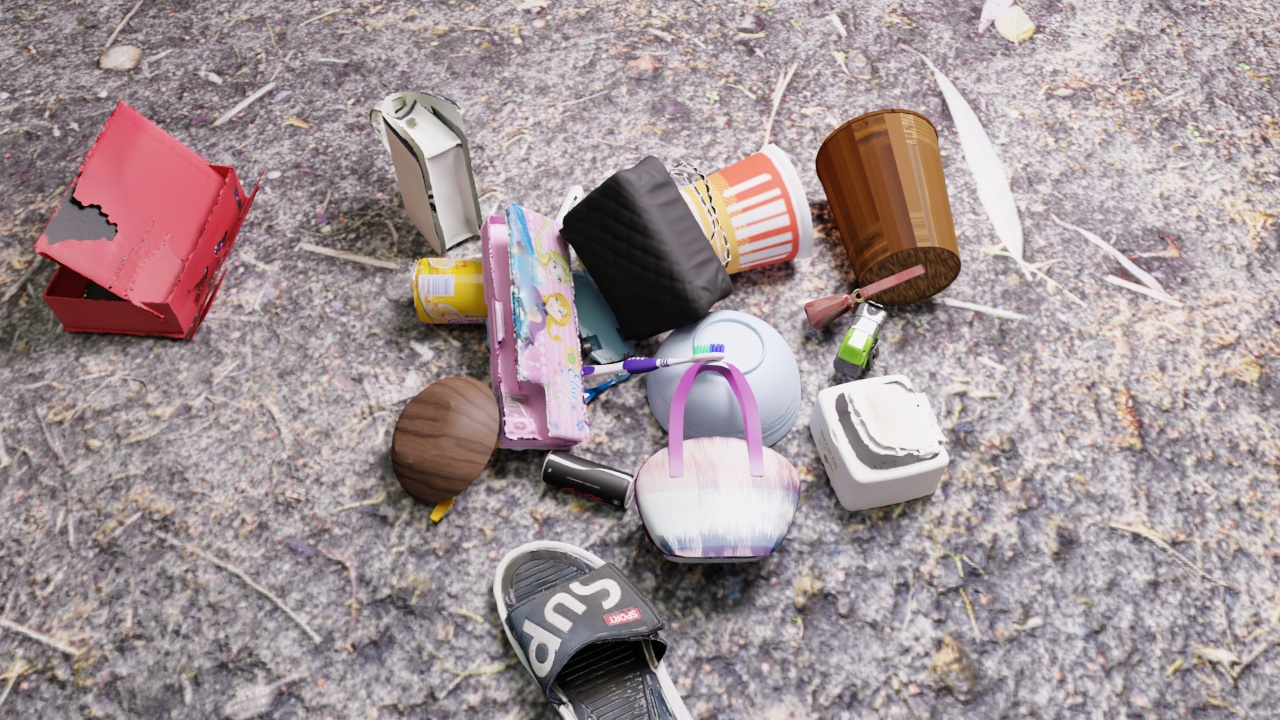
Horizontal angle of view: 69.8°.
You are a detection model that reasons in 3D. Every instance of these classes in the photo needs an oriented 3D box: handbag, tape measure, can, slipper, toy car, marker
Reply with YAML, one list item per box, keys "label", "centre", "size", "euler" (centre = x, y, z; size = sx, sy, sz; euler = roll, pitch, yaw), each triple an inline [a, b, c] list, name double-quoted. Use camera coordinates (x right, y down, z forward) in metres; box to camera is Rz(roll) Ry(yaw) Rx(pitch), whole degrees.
- label: "handbag"
  centre: [-0.234, -0.222, 0.986]
  size: [0.073, 0.151, 0.176]
  euler: [-31, 59, -22]
- label: "tape measure"
  centre: [0.215, -0.014, 0.891]
  size: [0.036, 0.059, 0.065]
  euler: [25, 69, 15]
- label: "can"
  centre: [-0.172, -0.071, 0.925]
  size: [0.105, 0.068, 0.067]
  euler: [0, 53, 0]
- label: "slipper"
  centre: [-0.027, 0.239, 0.702]
  size: [0.111, 0.063, 0.263]
  euler: [-22, 59, -16]
- label: "handbag"
  centre: [0.062, 0.083, 0.778]
  size: [0.144, 0.068, 0.169]
  euler: [-1, 74, -1]
- label: "can"
  centre: [-0.045, 0.105, 0.817]
  size: [0.080, 0.032, 0.031]
  euler: [17, 55, 12]
- label: "handbag"
  centre: [0.222, -0.066, 0.907]
  size: [0.120, 0.055, 0.029]
  euler: [-24, 85, 15]
- label: "toy car"
  centre: [-0.045, -0.041, 0.929]
  size: [0.060, 0.028, 0.107]
  euler: [-18, 71, -21]
- label: "marker"
  centre: [-0.088, -0.146, 1.014]
  size: [0.020, 0.017, 0.133]
  euler: [35, 52, -21]
- label: "handbag"
  centre: [0.009, -0.108, 0.882]
  size: [0.153, 0.125, 0.114]
  euler: [56, 41, -10]

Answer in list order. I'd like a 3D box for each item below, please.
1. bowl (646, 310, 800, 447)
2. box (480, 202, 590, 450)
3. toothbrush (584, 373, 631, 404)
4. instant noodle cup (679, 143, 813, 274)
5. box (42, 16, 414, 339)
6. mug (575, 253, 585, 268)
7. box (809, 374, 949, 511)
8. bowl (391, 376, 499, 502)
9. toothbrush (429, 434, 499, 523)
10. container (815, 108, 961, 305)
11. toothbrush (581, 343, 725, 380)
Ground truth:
- label: "bowl"
  centre: [0.081, 0.007, 0.865]
  size: [0.150, 0.075, 0.150]
  euler: [0, 53, 0]
- label: "box"
  centre: [-0.095, -0.035, 0.849]
  size: [0.084, 0.063, 0.230]
  euler: [2, 68, -25]
- label: "toothbrush"
  centre: [-0.060, 0.040, 0.876]
  size: [0.134, 0.017, 0.021]
  euler: [-32, 68, -22]
- label: "instant noodle cup"
  centre: [0.097, -0.146, 0.958]
  size: [0.121, 0.123, 0.123]
  euler: [-20, 56, -6]
- label: "box"
  centre: [-0.394, -0.159, 0.907]
  size: [0.426, 0.128, 0.212]
  euler: [-16, 48, 25]
- label: "mug"
  centre: [-0.012, -0.147, 0.982]
  size: [0.078, 0.078, 0.121]
  euler: [16, 50, 11]
- label: "box"
  centre: [0.217, 0.060, 0.812]
  size: [0.102, 0.102, 0.107]
  euler: [-11, 56, -7]
- label: "bowl"
  centre: [-0.182, 0.064, 0.811]
  size: [0.119, 0.032, 0.119]
  euler: [-15, 59, 27]
- label: "toothbrush"
  centre: [-0.134, 0.068, 0.847]
  size: [0.031, 0.031, 0.196]
  euler: [26, 60, 13]
- label: "container"
  centre: [0.264, -0.155, 0.961]
  size: [0.132, 0.132, 0.167]
  euler: [-3, 59, -3]
- label: "toothbrush"
  centre: [-0.005, 0.005, 0.850]
  size: [0.187, 0.015, 0.016]
  euler: [-9, 64, 31]
